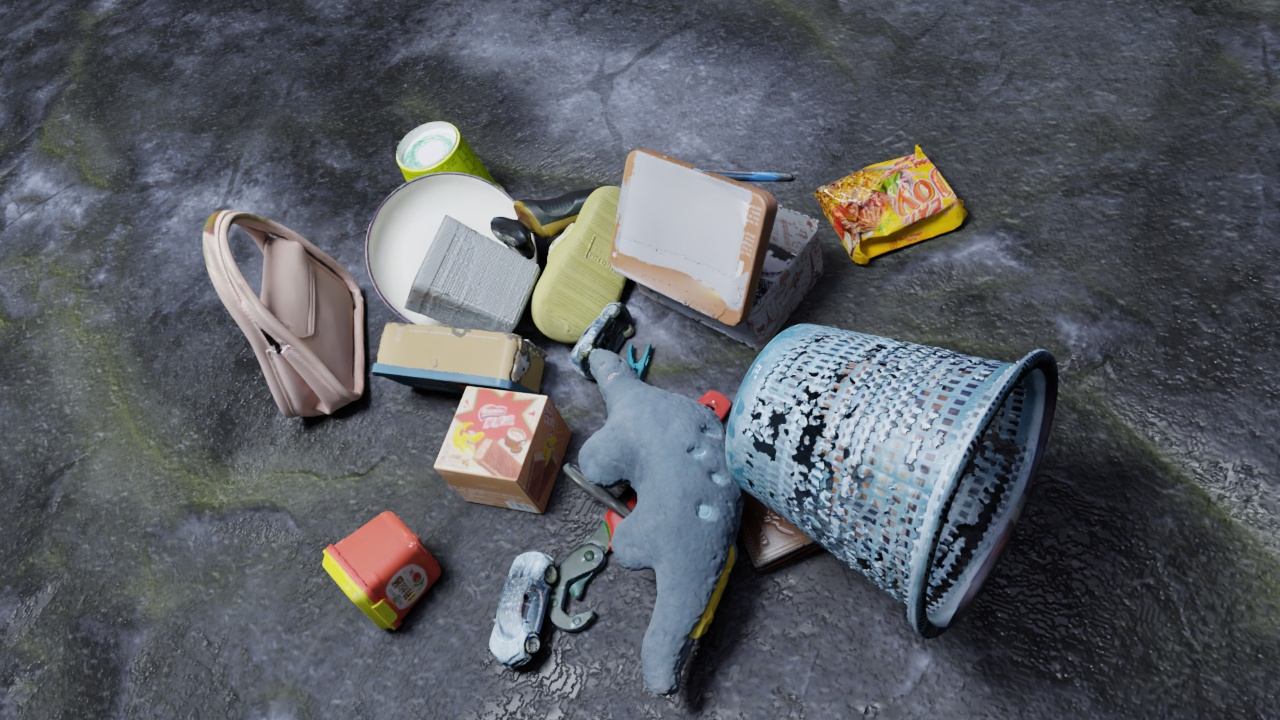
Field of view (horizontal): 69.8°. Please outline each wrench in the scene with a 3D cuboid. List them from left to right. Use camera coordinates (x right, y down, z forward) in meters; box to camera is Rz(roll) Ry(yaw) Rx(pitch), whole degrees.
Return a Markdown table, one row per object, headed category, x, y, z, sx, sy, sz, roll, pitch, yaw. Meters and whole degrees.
| category | x | y | z | sx | sy | sz | roll | pitch | yaw |
| --- | --- | --- | --- | --- | --- | --- | --- | --- | --- |
| wrench | -0.001 | 0.135 | 0.873 | 0.056 | 0.016 | 0.272 | 28 | 70 | 27 |

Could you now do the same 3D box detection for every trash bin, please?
| category | x | y | z | sx | sy | sz | roll | pitch | yaw |
| --- | --- | --- | --- | --- | --- | --- | --- | --- | --- |
| trash bin | 0.185 | 0.069 | 0.721 | 0.195 | 0.227 | 0.226 | 24 | 67 | 35 |

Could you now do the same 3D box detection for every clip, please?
| category | x | y | z | sx | sy | sz | roll | pitch | yaw |
| --- | --- | --- | --- | --- | --- | --- | --- | --- | --- |
| clip | -0.004 | 0.006 | 0.961 | 0.040 | 0.014 | 0.056 | 1 | 57 | 19 |

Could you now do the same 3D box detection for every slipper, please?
| category | x | y | z | sx | sy | sz | roll | pitch | yaw |
| --- | --- | --- | --- | --- | --- | --- | --- | --- | --- |
| slipper | -0.062 | -0.104 | 1.021 | 0.082 | 0.091 | 0.190 | -5 | 56 | 61 |

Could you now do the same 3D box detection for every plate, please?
| category | x | y | z | sx | sy | sz | roll | pitch | yaw |
| --- | --- | --- | --- | --- | --- | --- | --- | --- | --- |
| plate | -0.214 | -0.118 | 1.048 | 0.192 | 0.039 | 0.192 | 3 | 79 | -15 |

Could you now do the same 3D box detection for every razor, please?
| category | x | y | z | sx | sy | sz | roll | pitch | yaw |
| --- | --- | --- | --- | --- | --- | --- | --- | --- | --- |
| razor | -0.090 | -0.163 | 1.052 | 0.167 | 0.068 | 0.062 | -24 | 29 | -31 |

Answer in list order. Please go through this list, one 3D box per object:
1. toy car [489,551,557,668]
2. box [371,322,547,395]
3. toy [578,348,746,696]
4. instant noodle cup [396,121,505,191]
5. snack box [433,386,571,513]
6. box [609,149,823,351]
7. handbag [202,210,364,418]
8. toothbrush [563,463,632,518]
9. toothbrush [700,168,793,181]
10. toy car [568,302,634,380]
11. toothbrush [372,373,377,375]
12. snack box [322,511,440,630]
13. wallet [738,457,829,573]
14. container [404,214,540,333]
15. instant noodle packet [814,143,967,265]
| category | x | y | z | sx | sy | sz | roll | pitch | yaw |
| --- | --- | --- | --- | --- | --- | --- | --- | --- | --- |
| toy car | -0.109 | 0.223 | 0.831 | 0.049 | 0.031 | 0.105 | -16 | 51 | 41 |
| box | -0.196 | 0.001 | 0.974 | 0.184 | 0.089 | 0.061 | 3 | 77 | 23 |
| toy | 0.023 | 0.107 | 0.821 | 0.138 | 0.091 | 0.355 | -29 | 51 | 16 |
| instant noodle cup | -0.235 | -0.219 | 1.114 | 0.112 | 0.123 | 0.111 | -8 | 56 | 12 |
| snack box | -0.135 | 0.088 | 0.909 | 0.093 | 0.077 | 0.094 | 6 | 59 | 21 |
| box | 0.066 | -0.127 | 0.924 | 0.182 | 0.178 | 0.152 | 29 | 69 | 30 |
| handbag | -0.391 | -0.066 | 0.994 | 0.093 | 0.234 | 0.193 | -18 | 54 | 3 |
| toothbrush | -0.004 | 0.148 | 0.848 | 0.181 | 0.018 | 0.015 | 35 | 75 | 23 |
| toothbrush | 0.087 | -0.221 | 1.082 | 0.190 | 0.014 | 0.016 | 6 | 36 | 20 |
| toy car | -0.042 | -0.022 | 0.975 | 0.034 | 0.043 | 0.090 | 13 | 62 | 43 |
| toothbrush | -0.219 | -0.004 | 1.036 | 0.189 | 0.017 | 0.014 | -11 | 55 | 13 |
| snack box | -0.242 | 0.195 | 0.868 | 0.082 | 0.091 | 0.080 | 34 | 66 | 32 |
| wallet | 0.127 | 0.121 | 0.834 | 0.101 | 0.032 | 0.124 | -25 | 53 | 4 |
| container | -0.178 | -0.081 | 0.979 | 0.114 | 0.090 | 0.090 | 25 | 67 | -12 |
| instant noodle packet | 0.265 | -0.167 | 0.971 | 0.128 | 0.044 | 0.110 | -22 | 58 | 2 |
